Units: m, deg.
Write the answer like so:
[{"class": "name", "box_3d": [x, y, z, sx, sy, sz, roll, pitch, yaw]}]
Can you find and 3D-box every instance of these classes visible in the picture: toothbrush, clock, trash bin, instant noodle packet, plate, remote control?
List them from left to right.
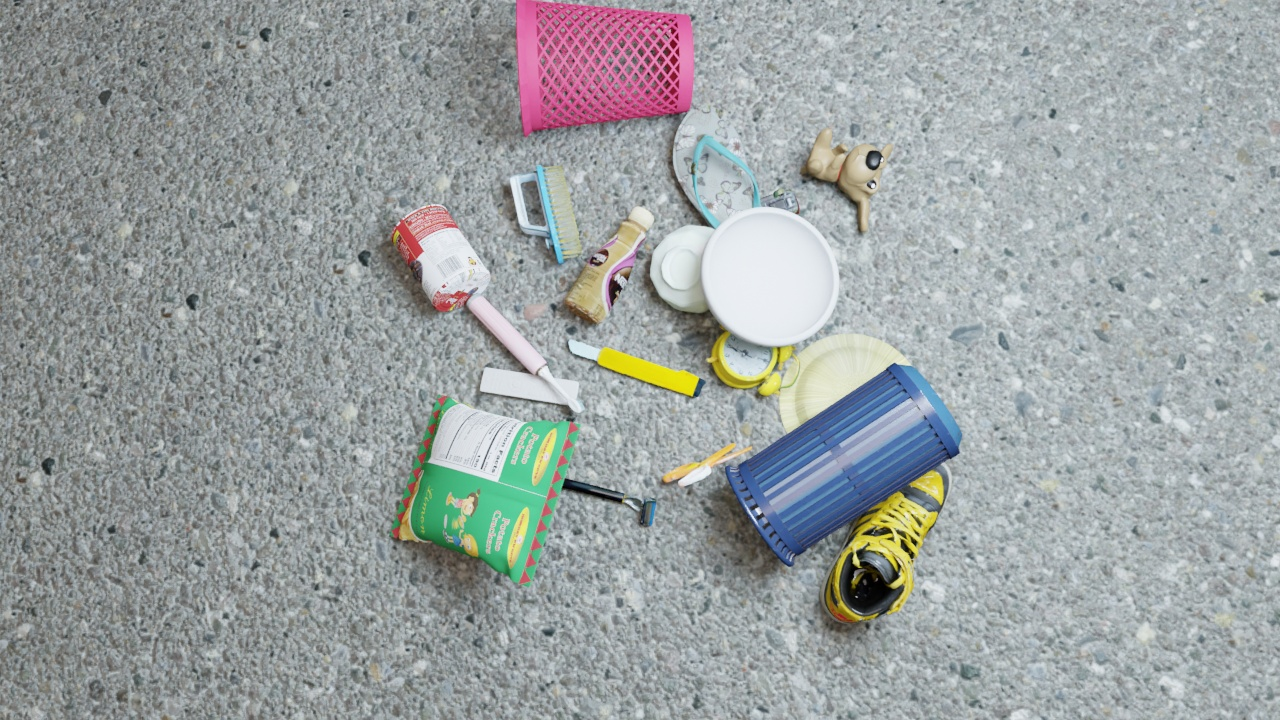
[{"class": "instant noodle packet", "box_3d": [-0.198, 0.152, 1.139, 0.253, 0.090, 0.195, 9, 76, 37]}, {"class": "toothbrush", "box_3d": [-0.152, -0.008, 1.215, 0.222, 0.026, 0.027, 45, 116, 16]}, {"class": "remote control", "box_3d": [-0.147, 0.035, 1.220, 0.131, 0.012, 0.033, 9, 76, 7]}, {"class": "clock", "box_3d": [0.147, -0.002, 1.183, 0.119, 0.057, 0.083, 21, 80, 1]}, {"class": "trash bin", "box_3d": [0.241, 0.117, 1.079, 0.250, 0.139, 0.139, -35, 76, 8]}, {"class": "plate", "box_3d": [0.272, 0.051, 1.170, 0.184, 0.036, 0.184, -1, 77, 4]}]

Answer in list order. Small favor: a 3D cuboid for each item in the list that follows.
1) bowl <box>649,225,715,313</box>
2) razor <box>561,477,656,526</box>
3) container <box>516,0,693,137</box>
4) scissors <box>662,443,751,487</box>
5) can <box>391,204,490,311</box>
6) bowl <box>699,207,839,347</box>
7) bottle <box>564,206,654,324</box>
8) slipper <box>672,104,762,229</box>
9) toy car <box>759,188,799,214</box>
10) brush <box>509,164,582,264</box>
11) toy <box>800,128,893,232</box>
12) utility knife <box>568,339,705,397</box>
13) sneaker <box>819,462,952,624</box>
[{"class": "bowl", "box_3d": [0.062, -0.119, 1.194, 0.117, 0.061, 0.117, 2, 95, 20]}, {"class": "razor", "box_3d": [-0.049, 0.171, 1.178, 0.144, 0.022, 0.043, 16, 119, 12]}, {"class": "container", "box_3d": [-0.048, -0.398, 1.239, 0.225, 0.183, 0.183, -2, 77, -4]}, {"class": "scissors", "box_3d": [0.080, 0.131, 1.139, 0.125, 0.128, 0.011, -24, 95, 18]}, {"class": "can", "box_3d": [-0.268, -0.137, 1.232, 0.086, 0.087, 0.116, -34, 76, -4]}, {"class": "bowl", "box_3d": [0.154, -0.098, 1.146, 0.176, 0.066, 0.176, 2, 78, -11]}, {"class": "bottle", "box_3d": [-0.036, -0.130, 1.225, 0.059, 0.060, 0.166, 30, 81, 10]}, {"class": "slipper", "box_3d": [0.110, -0.217, 1.213, 0.098, 0.054, 0.268, -27, 79, 20]}, {"class": "toy car", "box_3d": [0.168, -0.198, 1.235, 0.091, 0.036, 0.042, -20, 78, 12]}, {"class": "brush", "box_3d": [-0.128, -0.194, 1.249, 0.075, 0.055, 0.135, -13, 77, -3]}, {"class": "toy", "box_3d": [0.273, -0.252, 1.213, 0.108, 0.106, 0.134, 21, 75, -2]}, {"class": "utility knife", "box_3d": [-0.007, 0.007, 1.212, 0.191, 0.018, 0.030, 19, 75, 5]}, {"class": "sneaker", "box_3d": [0.299, 0.209, 1.088, 0.086, 0.122, 0.238, 33, 83, 9]}]
